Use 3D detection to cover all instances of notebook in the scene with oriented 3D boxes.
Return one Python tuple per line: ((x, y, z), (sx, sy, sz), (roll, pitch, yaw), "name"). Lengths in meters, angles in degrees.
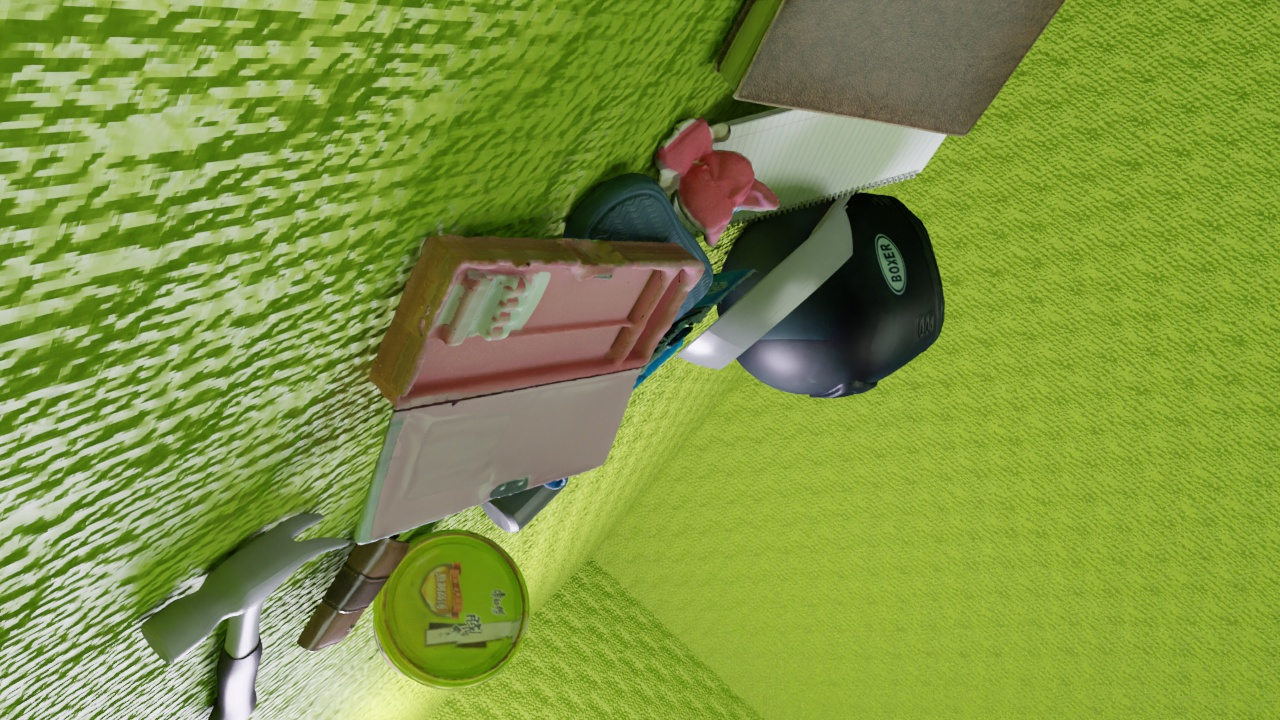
((0.172, -0.230, 0.560), (0.215, 0.034, 0.191), (0, 140, -30), "notebook")
((0.144, -0.166, 0.741), (0.245, 0.013, 0.178), (-16, 164, -8), "notebook")

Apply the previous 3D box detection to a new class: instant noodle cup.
((-0.187, 0.242, 0.874), (0.145, 0.146, 0.098), (-42, 180, -36), "instant noodle cup")

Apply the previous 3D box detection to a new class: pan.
((0.154, -0.097, 0.874), (0.355, 0.051, 0.201), (-40, 178, -46), "pan")

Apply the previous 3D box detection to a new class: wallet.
((-0.223, 0.179, 0.724), (0.098, 0.027, 0.121), (-59, 179, -15), "wallet")

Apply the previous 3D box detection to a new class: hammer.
((-0.272, 0.199, 0.631), (0.124, 0.029, 0.312), (-40, 168, -41), "hammer")

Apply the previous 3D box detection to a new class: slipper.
((-0.008, -0.068, 0.661), (0.104, 0.059, 0.214), (-40, 157, -1), "slipper")

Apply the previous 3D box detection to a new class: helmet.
((0.211, -0.074, 1.117), (0.236, 0.249, 0.316), (-18, 177, 0), "helmet")

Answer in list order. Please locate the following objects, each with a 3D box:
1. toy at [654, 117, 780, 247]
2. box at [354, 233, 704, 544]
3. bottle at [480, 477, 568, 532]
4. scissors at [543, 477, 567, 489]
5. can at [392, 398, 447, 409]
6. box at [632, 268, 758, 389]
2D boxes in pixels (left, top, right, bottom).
((0.046, -0.132, 0.648), (0.065, 0.050, 0.102), (-35, 130, 14), "toy")
((-0.064, 0.007, 0.550), (0.232, 0.039, 0.179), (-7, 128, -57), "box")
((-0.115, 0.126, 0.966), (0.108, 0.060, 0.060), (-44, 170, -28), "bottle")
((-0.116, 0.084, 0.777), (0.127, 0.015, 0.125), (-16, 144, 24), "scissors")
((-0.107, 0.022, 0.577), (0.100, 0.053, 0.053), (-40, 168, -41), "can")
((-0.018, -0.009, 0.841), (0.242, 0.071, 0.171), (-42, 178, -38), "box")
